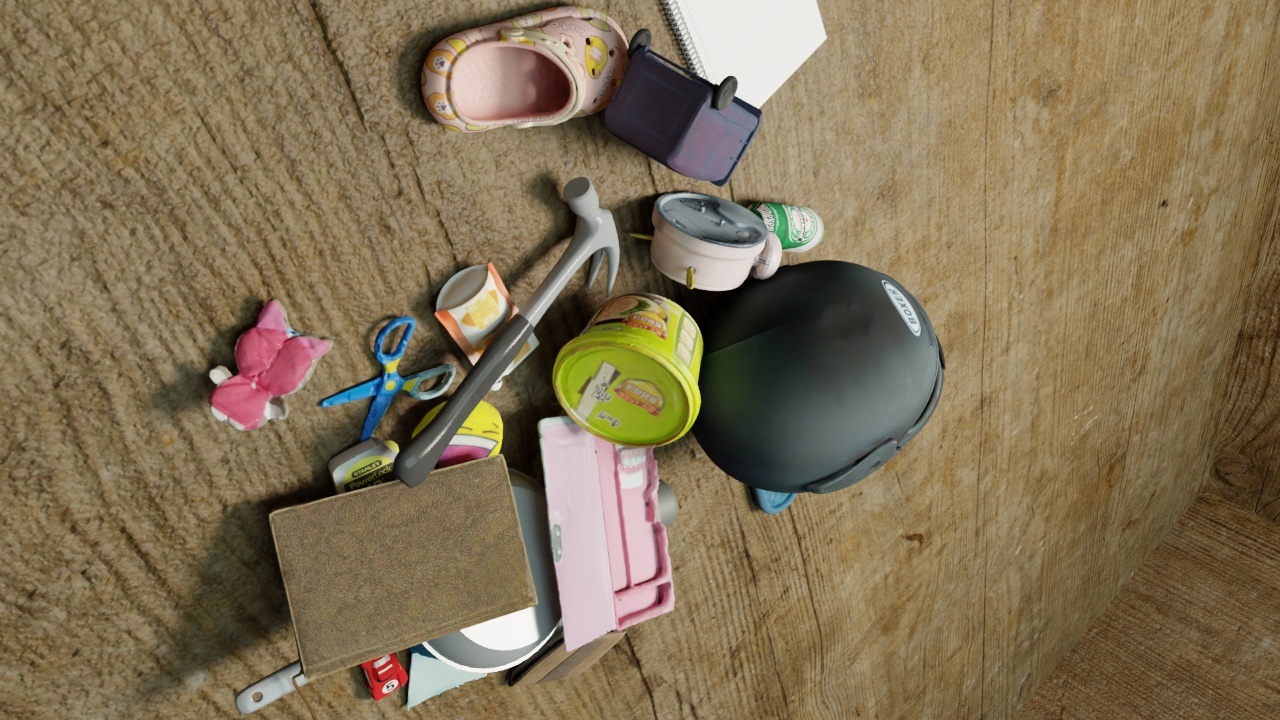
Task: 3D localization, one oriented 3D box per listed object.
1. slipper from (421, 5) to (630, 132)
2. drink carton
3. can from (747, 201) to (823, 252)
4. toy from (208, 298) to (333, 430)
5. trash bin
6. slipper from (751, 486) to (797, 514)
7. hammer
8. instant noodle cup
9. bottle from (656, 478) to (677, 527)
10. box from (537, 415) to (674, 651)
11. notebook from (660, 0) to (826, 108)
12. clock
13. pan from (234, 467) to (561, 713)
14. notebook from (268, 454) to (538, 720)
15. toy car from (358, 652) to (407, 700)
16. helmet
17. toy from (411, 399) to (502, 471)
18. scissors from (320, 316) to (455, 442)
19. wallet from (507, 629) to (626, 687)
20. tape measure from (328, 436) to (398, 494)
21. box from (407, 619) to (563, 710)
[{"bbox_3d":[-0.078,-0.234,0.747,0.196,0.081,0.093,-20,124,-33],"label":"slipper"},{"bbox_3d":[-0.138,-0.028,0.847,0.069,0.039,0.122,-45,142,-15],"label":"drink carton"},{"bbox_3d":[0.159,-0.150,1.039,0.101,0.053,0.053,-3,115,-42],"label":"can"},{"bbox_3d":[-0.292,0.008,0.711,0.065,0.050,0.102,41,63,-27],"label":"toy"},{"bbox_3d":[0.044,-0.218,0.823,0.092,0.094,0.160,-61,163,15],"label":"trash bin"},{"bbox_3d":[0.187,0.128,1.224,0.103,0.059,0.214,-29,132,-26],"label":"slipper"},{"bbox_3d":[-0.117,-0.016,0.831,0.310,0.029,0.125,-55,150,-17],"label":"hammer"},{"bbox_3d":[-0.005,0.005,0.904,0.097,0.146,0.146,-68,152,-45],"label":"instant noodle cup"},{"bbox_3d":[-0.012,0.177,1.061,0.108,0.060,0.060,-13,121,-38],"label":"bottle"},{"bbox_3d":[-0.041,0.167,0.962,0.178,0.039,0.232,-3,86,-50],"label":"box"},{"bbox_3d":[0.097,-0.360,0.890,0.177,0.013,0.246,-47,137,-14],"label":"notebook"},{"bbox_3d":[0.079,-0.123,0.936,0.157,0.117,0.059,-13,132,-38],"label":"clock"},{"bbox_3d":[-0.196,0.227,0.854,0.355,0.051,0.201,-24,97,-41],"label":"pan"},{"bbox_3d":[-0.202,0.197,0.808,0.215,0.035,0.190,-11,87,-27],"label":"notebook"},{"bbox_3d":[-0.261,0.309,0.927,0.038,0.025,0.090,-29,130,-29],"label":"toy car"},{"bbox_3d":[0.201,0.007,0.994,0.316,0.249,0.236,-22,158,-11],"label":"helmet"},{"bbox_3d":[-0.173,0.076,0.865,0.095,0.041,0.094,16,106,-45],"label":"toy"},{"bbox_3d":[-0.217,0.019,0.813,0.127,0.015,0.125,16,106,-44],"label":"scissors"},{"bbox_3d":[-0.087,0.347,1.082,0.098,0.027,0.121,8,136,-46],"label":"wallet"},{"bbox_3d":[-0.243,0.104,0.826,0.064,0.017,0.065,-26,130,-21],"label":"tape measure"},{"bbox_3d":[-0.139,0.284,1.013,0.243,0.071,0.171,-12,152,-39],"label":"box"}]
